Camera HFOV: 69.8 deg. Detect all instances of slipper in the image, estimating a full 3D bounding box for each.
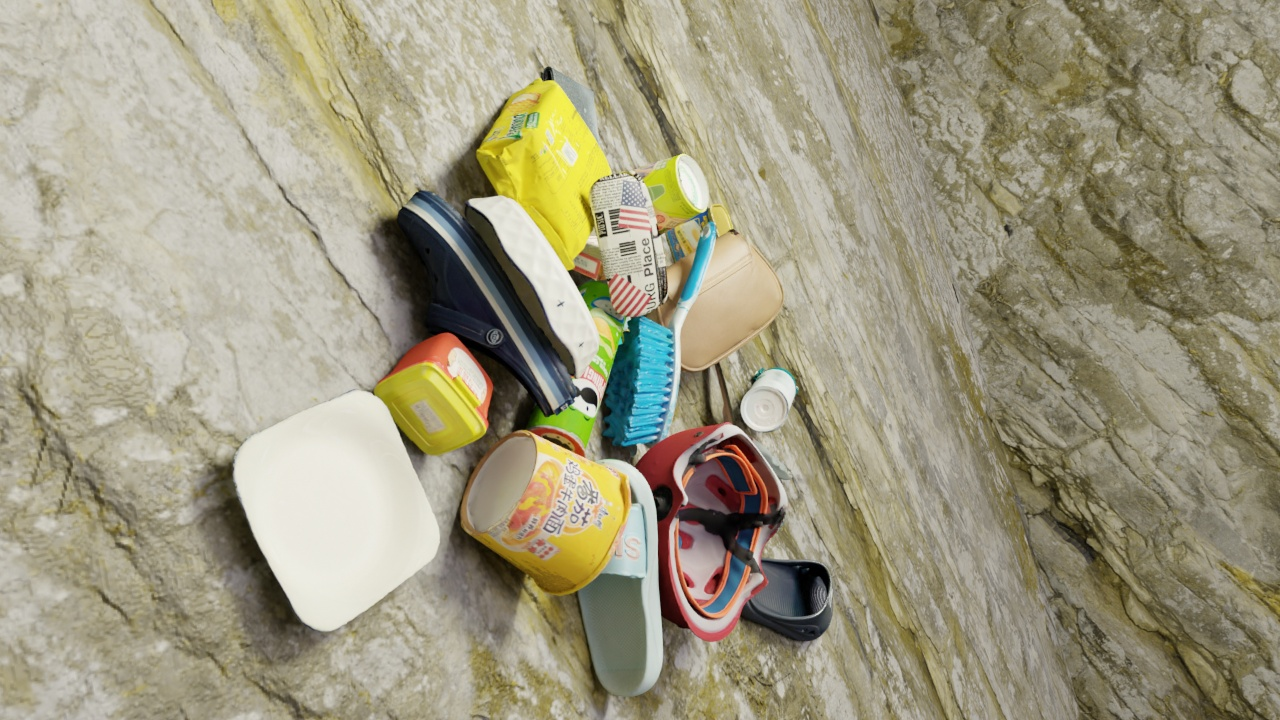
[{"bbox_3d":[-0.035,0.226,0.948,0.074,0.104,0.245,0,81,-55],"label":"slipper"},{"bbox_3d":[-0.161,-0.044,0.897,0.095,0.105,0.253,-36,91,-11],"label":"slipper"},{"bbox_3d":[0.228,0.338,1.313,0.268,0.083,0.110,27,55,-47],"label":"slipper"}]

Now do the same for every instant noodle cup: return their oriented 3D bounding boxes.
[{"bbox_3d":[-0.095,0.138,0.872,0.109,0.138,0.137,38,45,-31],"label":"instant noodle cup"},{"bbox_3d":[0.021,-0.216,1.223,0.111,0.124,0.111,31,51,-47],"label":"instant noodle cup"}]

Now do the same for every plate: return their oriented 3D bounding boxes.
[{"bbox_3d":[-0.245,0.118,0.734,0.163,0.034,0.163,-31,102,-58],"label":"plate"},{"bbox_3d":[-0.105,-0.077,0.918,0.205,0.045,0.205,56,-10,14],"label":"plate"}]

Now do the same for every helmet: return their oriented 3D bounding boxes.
[{"bbox_3d":[0.053,0.194,1.061,0.207,0.144,0.239,46,56,-38],"label":"helmet"}]

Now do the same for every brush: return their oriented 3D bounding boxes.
[{"bbox_3d":[0.030,-0.040,1.131,0.109,0.061,0.314,18,76,-36],"label":"brush"}]

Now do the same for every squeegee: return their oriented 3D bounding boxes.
[{"bbox_3d":[0.164,0.118,1.362,0.249,0.040,0.247,49,21,-41],"label":"squeegee"}]

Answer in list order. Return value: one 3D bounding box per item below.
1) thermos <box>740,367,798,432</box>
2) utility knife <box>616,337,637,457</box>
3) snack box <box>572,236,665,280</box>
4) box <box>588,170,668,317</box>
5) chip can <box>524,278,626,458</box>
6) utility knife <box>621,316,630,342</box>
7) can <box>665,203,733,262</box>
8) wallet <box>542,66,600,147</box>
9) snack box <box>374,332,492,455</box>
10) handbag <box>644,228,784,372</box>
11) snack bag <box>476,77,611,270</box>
[{"bbox_3d":[0.193,0.051,1.371,0.224,0.073,0.073,-31,101,-75],"label":"thermos"},{"bbox_3d":[-0.024,0.031,1.137,0.029,0.013,0.182,9,67,-52],"label":"utility knife"},{"bbox_3d":[-0.040,-0.129,1.133,0.155,0.077,0.027,-16,128,-58],"label":"snack box"},{"bbox_3d":[-0.018,-0.132,1.048,0.086,0.076,0.162,-19,107,-34],"label":"box"},{"bbox_3d":[-0.068,0.011,1.025,0.072,0.072,0.235,50,38,-31],"label":"chip can"},{"bbox_3d":[-0.007,0.007,1.173,0.033,0.015,0.202,3,73,-56],"label":"utility knife"},{"bbox_3d":[0.093,-0.168,1.349,0.057,0.083,0.102,-18,90,-58],"label":"can"},{"bbox_3d":[-0.087,-0.317,1.209,0.097,0.019,0.120,10,69,-55],"label":"wallet"},{"bbox_3d":[-0.181,0.027,0.837,0.091,0.082,0.080,56,26,-26],"label":"snack box"},{"bbox_3d":[0.089,-0.078,1.247,0.204,0.100,0.148,-32,109,-25],"label":"handbag"},{"bbox_3d":[-0.101,-0.221,1.051,0.158,0.068,0.245,55,24,-27],"label":"snack bag"}]
